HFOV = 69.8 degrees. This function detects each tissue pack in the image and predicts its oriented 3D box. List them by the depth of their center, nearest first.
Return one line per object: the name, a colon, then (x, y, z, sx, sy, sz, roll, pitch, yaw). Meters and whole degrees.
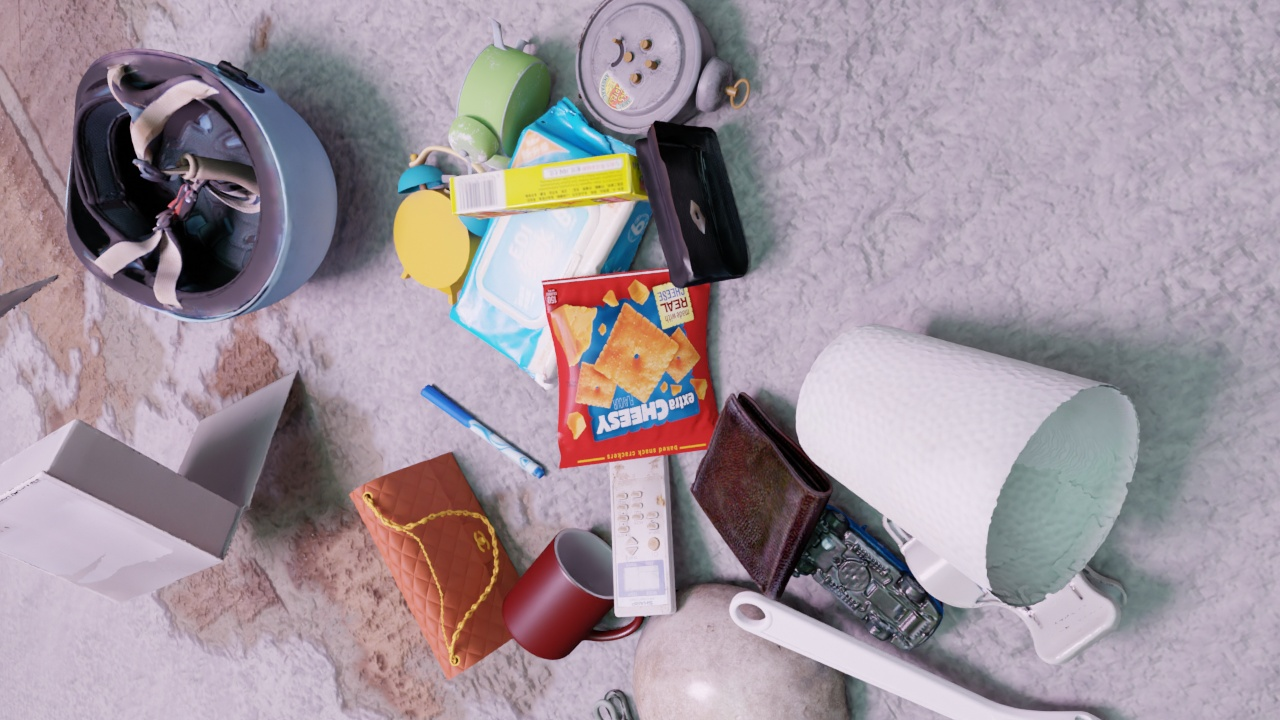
tissue pack: (-0.066, -0.091, 0.728, 0.117, 0.066, 0.210, 33, 109, 19)

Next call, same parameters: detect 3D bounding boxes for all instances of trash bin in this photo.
trash bin: (0.188, 0.050, 0.560, 0.161, 0.133, 0.133, 31, 113, 51)

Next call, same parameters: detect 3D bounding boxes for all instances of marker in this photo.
marker: (-0.141, 0.063, 0.816, 0.142, 0.013, 0.013, 33, 111, 19)

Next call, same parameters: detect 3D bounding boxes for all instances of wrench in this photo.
wrench: (0.190, 0.224, 0.636, 0.273, 0.018, 0.066, 22, 124, 11)

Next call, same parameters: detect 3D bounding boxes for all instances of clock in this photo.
clock: (0.016, -0.214, 0.672, 0.148, 0.056, 0.104, 26, 108, 24)
clock: (-0.109, -0.196, 0.719, 0.042, 0.094, 0.119, 25, 102, 11)
clock: (-0.169, -0.118, 0.789, 0.099, 0.043, 0.130, 28, 116, 21)

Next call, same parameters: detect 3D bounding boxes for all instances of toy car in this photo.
toy car: (0.160, 0.153, 0.659, 0.120, 0.043, 0.056, 40, 113, 14)

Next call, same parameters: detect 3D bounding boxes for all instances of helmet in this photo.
helmet: (-0.370, -0.152, 0.813, 0.266, 0.166, 0.226, 28, 111, 23)

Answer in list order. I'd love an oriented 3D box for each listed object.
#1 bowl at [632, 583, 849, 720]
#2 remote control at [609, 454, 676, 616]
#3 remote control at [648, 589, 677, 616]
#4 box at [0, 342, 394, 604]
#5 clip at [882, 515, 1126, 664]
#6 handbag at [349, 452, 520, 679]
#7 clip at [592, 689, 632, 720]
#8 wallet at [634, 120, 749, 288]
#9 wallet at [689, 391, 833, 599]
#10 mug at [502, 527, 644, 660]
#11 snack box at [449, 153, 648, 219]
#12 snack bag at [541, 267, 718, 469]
bowl: (0.062, 0.267, 0.698, 0.179, 0.081, 0.178, 8, 106, 28)
remote control: (0.000, 0.133, 0.729, 0.050, 0.011, 0.135, -12, 71, 28)
remote control: (0.071, 0.213, 0.732, 0.140, 0.009, 0.030, 13, 103, 25)
box: (-0.423, 0.086, 0.894, 0.168, 0.378, 0.172, -22, 104, 27)
clip: (0.247, 0.124, 0.606, 0.125, 0.075, 0.144, -48, 65, 27)
handbag: (-0.166, 0.171, 0.790, 0.060, 0.108, 0.172, -34, 82, 27)
clip: (-0.016, 0.321, 0.783, 0.023, 0.045, 0.076, -26, 84, 26)
wallet: (0.036, -0.110, 0.658, 0.026, 0.089, 0.115, -14, 90, 34)
wallet: (0.085, 0.095, 0.666, 0.120, 0.031, 0.100, 50, 131, 45)
mug: (-0.050, 0.202, 0.765, 0.105, 0.073, 0.083, 33, 114, -13)
snack box: (-0.067, -0.125, 0.667, 0.148, 0.040, 0.029, -2, 93, 23)
snack bag: (-0.004, 0.004, 0.698, 0.130, 0.039, 0.144, -7, 100, -9)
